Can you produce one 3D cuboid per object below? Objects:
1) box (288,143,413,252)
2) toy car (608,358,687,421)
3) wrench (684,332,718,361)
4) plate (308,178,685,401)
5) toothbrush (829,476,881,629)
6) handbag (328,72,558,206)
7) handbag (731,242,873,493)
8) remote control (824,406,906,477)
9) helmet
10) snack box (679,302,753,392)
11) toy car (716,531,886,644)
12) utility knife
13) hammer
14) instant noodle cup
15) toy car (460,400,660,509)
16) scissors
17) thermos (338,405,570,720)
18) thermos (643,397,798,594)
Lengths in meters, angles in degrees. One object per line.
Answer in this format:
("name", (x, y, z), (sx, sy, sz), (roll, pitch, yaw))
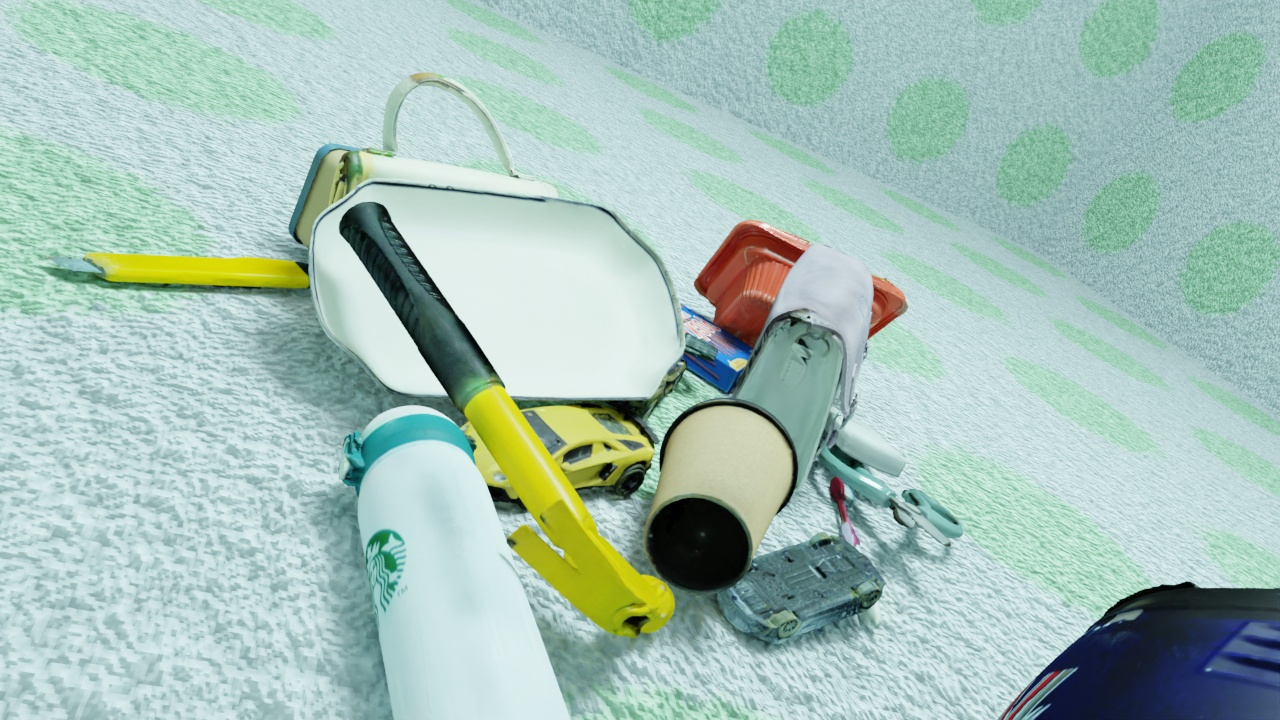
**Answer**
("box", (-0.192, -0.114, 0.739), (0.062, 0.090, 0.184), (41, 21, 29))
("toy car", (-0.004, 0.004, 0.756), (0.070, 0.042, 0.157), (30, 20, 7))
("wrench", (-0.055, -0.058, 0.827), (0.273, 0.016, 0.056), (24, -5, 12))
("plate", (-0.091, -0.040, 0.627), (0.265, 0.034, 0.162), (1, 64, -31))
("toothbrush", (0.160, 0.138, 0.678), (0.017, 0.016, 0.187), (33, 21, -10))
("handbag", (-0.140, -0.112, 0.667), (0.163, 0.179, 0.063), (3, 18, -34))
("handbag", (0.137, 0.000, 0.759), (0.098, 0.145, 0.196), (19, 26, 11))
("remote control", (0.193, 0.069, 0.819), (0.056, 0.019, 0.135), (26, 9, -4))
("helmet", (0.239, 0.227, 0.264), (0.315, 0.248, 0.239), (24, 64, 12))
("snack box", (0.038, -0.029, 0.890), (0.157, 0.026, 0.084), (33, 22, 15))
("toy car", (0.100, 0.144, 0.573), (0.120, 0.037, 0.054), (-5, 38, -36))
("utility knife", (-0.292, -0.059, 0.606), (0.173, 0.015, 0.033), (-2, 30, -48))
("hammer", (-0.086, 0.020, 0.498), (0.300, 0.033, 0.129), (51, -1, 25))
("instant noodle cup", (0.150, -0.049, 0.919), (0.189, 0.165, 0.079), (24, 66, -5))
("toy car", (-0.053, 0.056, 0.586), (0.155, 0.041, 0.071), (-3, 35, -47))
("scissors", (0.220, 0.119, 0.736), (0.169, 0.019, 0.177), (26, 7, -21))
("thermos", (-0.090, 0.101, 0.412), (0.073, 0.073, 0.224), (13, 26, -31))
("thermos", (0.048, 0.082, 0.564), (0.093, 0.093, 0.143), (28, 20, 4))
